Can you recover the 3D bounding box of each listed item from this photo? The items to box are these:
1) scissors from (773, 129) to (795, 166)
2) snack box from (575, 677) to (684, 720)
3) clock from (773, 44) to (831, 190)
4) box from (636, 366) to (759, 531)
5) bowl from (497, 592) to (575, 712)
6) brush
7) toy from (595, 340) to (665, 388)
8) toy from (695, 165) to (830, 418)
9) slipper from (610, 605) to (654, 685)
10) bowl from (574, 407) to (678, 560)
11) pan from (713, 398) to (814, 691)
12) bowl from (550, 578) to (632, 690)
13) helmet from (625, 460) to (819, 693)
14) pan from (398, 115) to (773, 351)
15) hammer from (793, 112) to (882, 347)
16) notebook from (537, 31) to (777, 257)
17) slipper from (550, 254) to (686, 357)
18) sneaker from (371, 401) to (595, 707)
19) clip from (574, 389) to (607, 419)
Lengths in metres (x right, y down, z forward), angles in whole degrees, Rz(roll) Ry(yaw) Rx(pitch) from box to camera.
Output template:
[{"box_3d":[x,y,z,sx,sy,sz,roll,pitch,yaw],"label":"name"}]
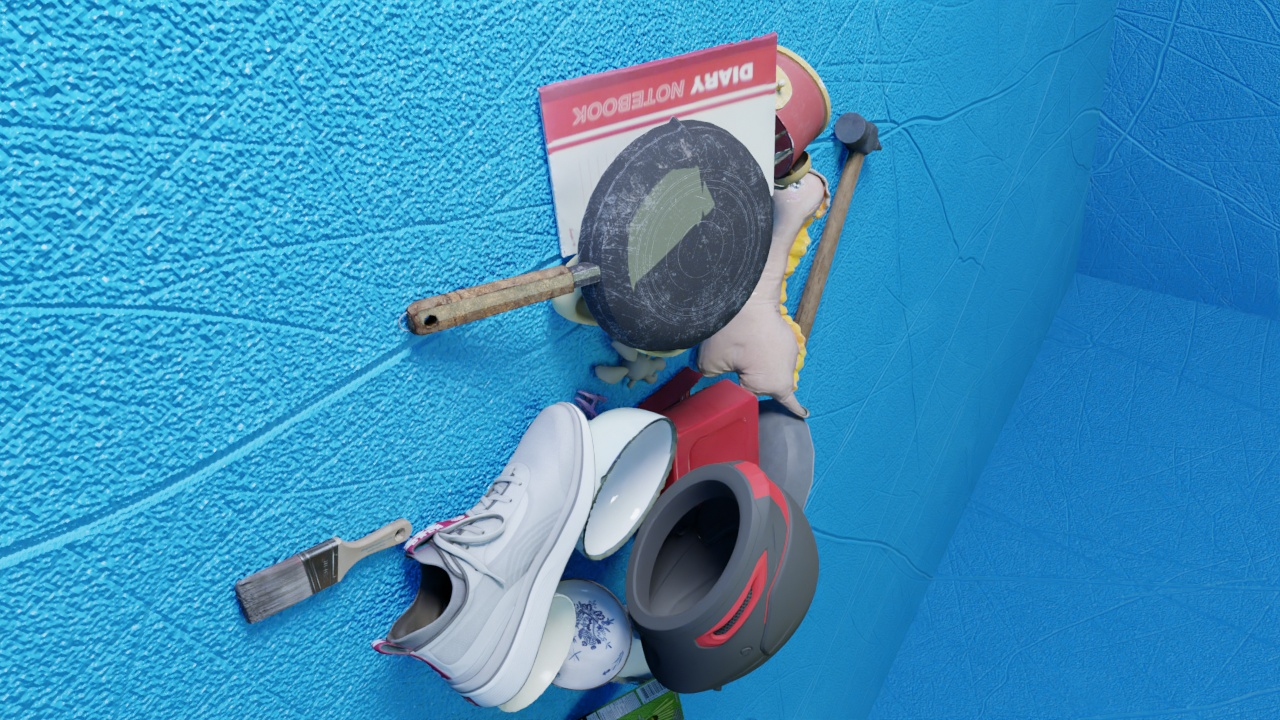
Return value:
[{"box_3d":[0.060,-0.141,0.861,0.209,0.015,0.142,-23,144,-5],"label":"scissors"},{"box_3d":[-0.022,0.435,1.095,0.147,0.025,0.080,-24,133,-14],"label":"snack box"},{"box_3d":[0.115,-0.224,0.900,0.081,0.117,0.159,-52,152,-22],"label":"clock"},{"box_3d":[0.060,0.108,1.018,0.134,0.112,0.158,-35,135,-38],"label":"box"},{"box_3d":[-0.120,0.261,0.861,0.115,0.062,0.115,-35,135,-44],"label":"bowl"},{"box_3d":[-0.227,0.148,0.672,0.150,0.012,0.039,-22,126,-53],"label":"brush"},{"box_3d":[-0.006,0.006,0.925,0.049,0.030,0.111,-58,156,9],"label":"toy"},{"box_3d":[0.166,-0.082,1.052,0.264,0.196,0.065,-62,-168,2],"label":"toy"},{"box_3d":[-0.012,0.324,1.064,0.112,0.074,0.247,-44,144,3],"label":"slipper"},{"box_3d":[-0.034,0.110,0.887,0.153,0.073,0.154,-45,150,-35],"label":"bowl"},{"box_3d":[0.119,0.219,1.109,0.041,0.179,0.357,13,86,-28],"label":"pan"},{"box_3d":[-0.063,0.271,0.934,0.045,0.114,0.114,-47,155,-85],"label":"bowl"},{"box_3d":[0.087,0.225,0.930,0.169,0.164,0.265,24,113,-37],"label":"helmet"},{"box_3d":[-0.022,-0.075,0.740,0.356,0.040,0.208,-22,123,-30],"label":"pan"},{"box_3d":[0.257,-0.164,1.244,0.129,0.040,0.322,-1,110,-62],"label":"hammer"},{"box_3d":[0.021,-0.180,0.773,0.208,0.012,0.153,-19,131,-16],"label":"notebook"},{"box_3d":[0.025,-0.054,0.858,0.261,0.079,0.111,2,133,-54],"label":"slipper"},{"box_3d":[-0.127,0.144,0.769,0.128,0.097,0.262,34,68,-35],"label":"sneaker"},{"box_3d":[-0.050,0.046,0.896,0.052,0.014,0.042,-11,119,-59],"label":"clip"}]
